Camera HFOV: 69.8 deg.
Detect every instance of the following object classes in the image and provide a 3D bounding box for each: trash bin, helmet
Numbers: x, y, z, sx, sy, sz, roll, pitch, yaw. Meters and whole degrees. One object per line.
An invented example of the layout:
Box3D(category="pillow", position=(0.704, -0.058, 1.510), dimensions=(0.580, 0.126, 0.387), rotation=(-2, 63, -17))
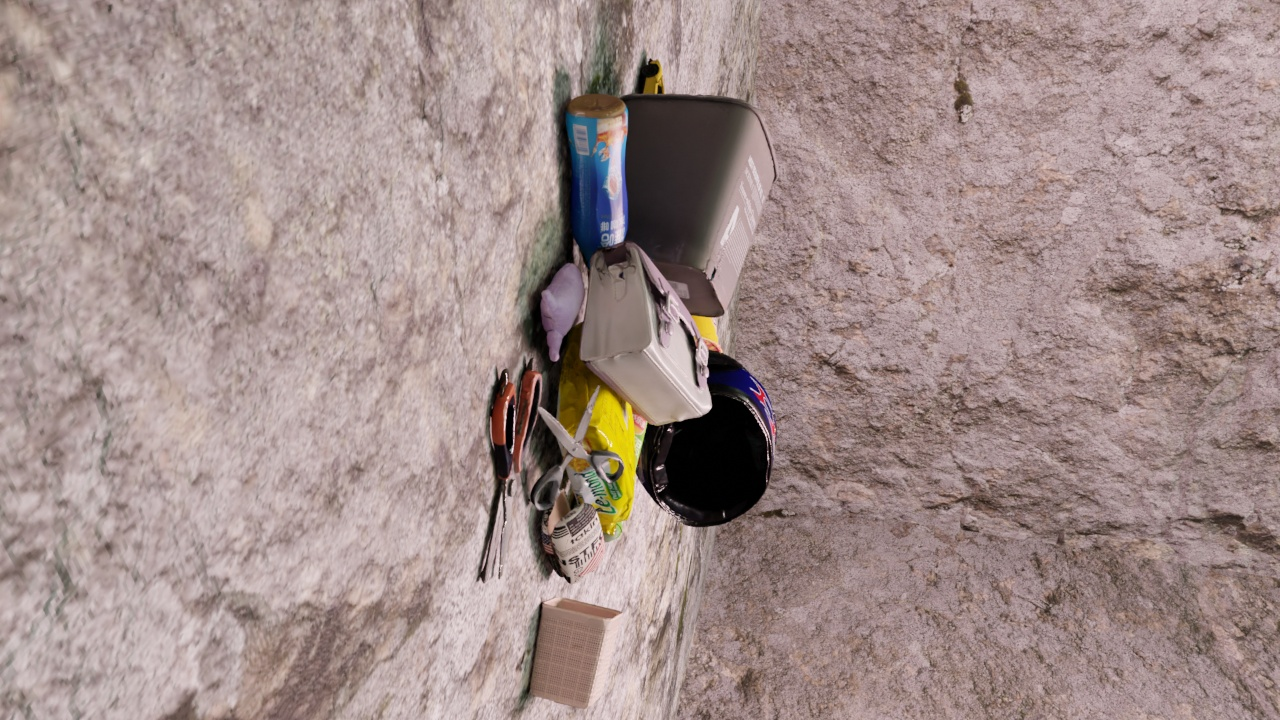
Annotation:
Box3D(category="trash bin", position=(0.051, -0.187, 1.151), dimensions=(0.199, 0.199, 0.219), rotation=(51, 50, -62))
Box3D(category="helmet", position=(0.095, 0.098, 1.486), dimensions=(0.240, 0.247, 0.316), rotation=(-99, -176, -52))

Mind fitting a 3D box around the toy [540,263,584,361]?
Box3D(category="toy", position=(-0.081, -0.059, 0.964), dimensions=(0.107, 0.039, 0.084), rotation=(-75, 166, -57))

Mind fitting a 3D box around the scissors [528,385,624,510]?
Box3D(category="scissors", position=(-0.072, 0.096, 0.971), dimensions=(0.181, 0.159, 0.014), rotation=(35, 15, -47))

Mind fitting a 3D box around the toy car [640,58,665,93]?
Box3D(category="toy car", position=(0.015, -0.353, 1.283), dimensions=(0.071, 0.041, 0.155), rotation=(77, 21, -64))

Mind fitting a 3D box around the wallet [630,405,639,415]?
Box3D(category="wallet", position=(-0.007, 0.007, 1.238), dimensions=(0.031, 0.108, 0.131), rotation=(143, -42, -77))

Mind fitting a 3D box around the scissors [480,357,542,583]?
Box3D(category="scissors", position=(-0.128, 0.101, 0.894), dimensions=(0.189, 0.015, 0.222), rotation=(-71, 165, -49))

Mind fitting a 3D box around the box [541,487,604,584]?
Box3D(category="box", position=(-0.094, 0.210, 1.098), dimensions=(0.074, 0.081, 0.164), rotation=(-43, 154, -22))

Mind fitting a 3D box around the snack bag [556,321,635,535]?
Box3D(category="snack bag", position=(-0.048, 0.082, 1.098), dimensions=(0.247, 0.068, 0.157), rotation=(80, 9, -51))

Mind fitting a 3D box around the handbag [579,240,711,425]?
Box3D(category="handbag", position=(0.011, -0.028, 1.037), dimensions=(0.197, 0.098, 0.144), rotation=(48, 31, -58))

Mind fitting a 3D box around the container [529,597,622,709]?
Box3D(category="container", position=(-0.081, 0.359, 1.130), dimensions=(0.090, 0.090, 0.111), rotation=(46, 55, -77))

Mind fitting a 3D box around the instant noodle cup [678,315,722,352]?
Box3D(category="instant noodle cup", position=(0.067, -0.066, 1.541), dimensions=(0.138, 0.138, 0.109), rotation=(70, 21, -68))

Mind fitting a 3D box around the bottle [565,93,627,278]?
Box3D(category="bottle", position=(-0.045, -0.176, 1.005), dimensions=(0.065, 0.065, 0.219), rotation=(-69, 162, -52))

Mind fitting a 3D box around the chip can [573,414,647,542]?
Box3D(category="chip can", position=(-0.038, 0.139, 1.247), dimensions=(0.073, 0.072, 0.220), rotation=(84, 17, -52))
